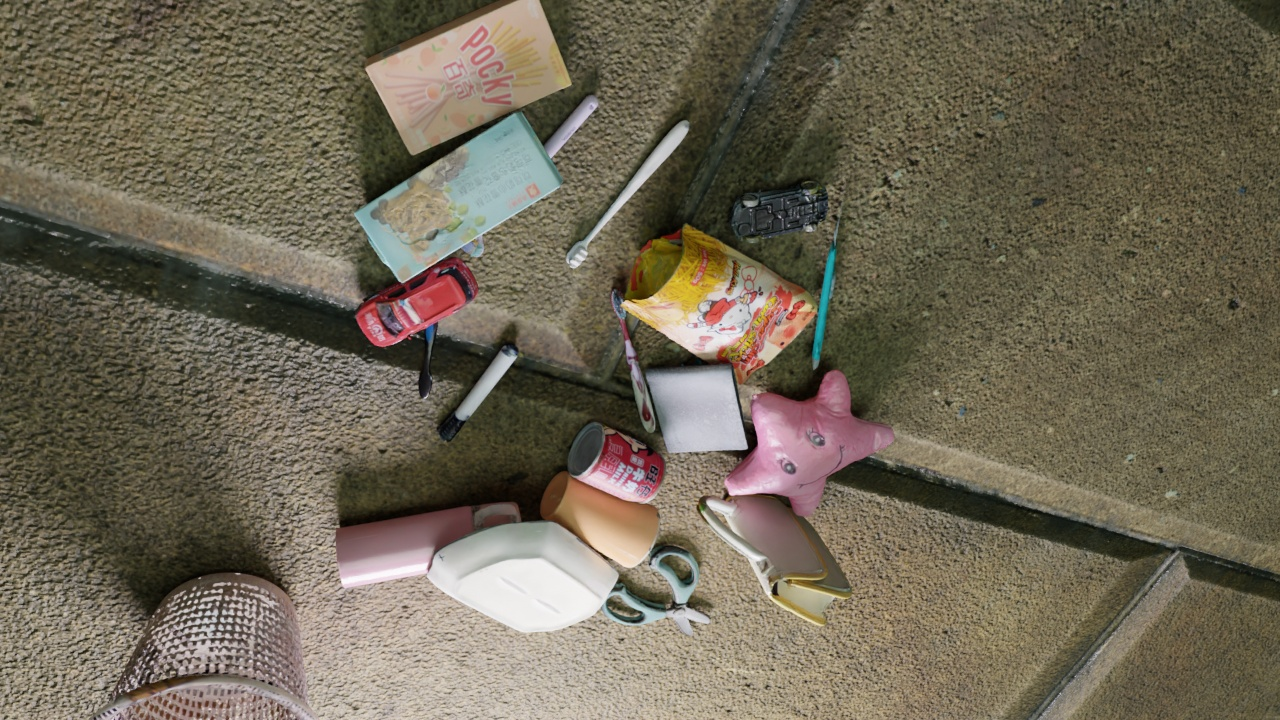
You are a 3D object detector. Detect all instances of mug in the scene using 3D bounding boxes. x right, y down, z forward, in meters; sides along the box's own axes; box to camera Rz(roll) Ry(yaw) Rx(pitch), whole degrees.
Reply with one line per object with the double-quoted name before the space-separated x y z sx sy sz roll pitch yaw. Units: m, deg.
"mug" -0.048 0.177 1.048 0.122 0.078 0.078 31 107 -24

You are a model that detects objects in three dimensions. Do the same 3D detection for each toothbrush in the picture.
"toothbrush" -0.013 -0.160 0.888 0.016 0.016 0.180 31 107 -36
"toothbrush" -0.104 -0.172 0.852 0.189 0.021 0.029 -47 140 12
"toothbrush" -0.205 -0.046 0.905 0.014 0.016 0.190 7 115 -10
"toothbrush" -0.006 0.006 0.988 0.016 0.017 0.188 -17 123 -5

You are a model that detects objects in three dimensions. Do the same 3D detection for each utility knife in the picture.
"utility knife" 0.204 -0.084 0.989 0.013 0.029 0.209 8 120 10

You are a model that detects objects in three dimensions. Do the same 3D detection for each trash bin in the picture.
"trash bin" -0.442 0.339 0.956 0.227 0.192 0.228 -7 122 -12

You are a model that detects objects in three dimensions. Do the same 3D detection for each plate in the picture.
"plate" -0.125 0.255 1.039 0.162 0.034 0.266 -23 143 10

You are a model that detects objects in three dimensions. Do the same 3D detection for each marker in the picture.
"marker" -0.171 0.033 0.958 0.022 0.018 0.131 33 107 -20

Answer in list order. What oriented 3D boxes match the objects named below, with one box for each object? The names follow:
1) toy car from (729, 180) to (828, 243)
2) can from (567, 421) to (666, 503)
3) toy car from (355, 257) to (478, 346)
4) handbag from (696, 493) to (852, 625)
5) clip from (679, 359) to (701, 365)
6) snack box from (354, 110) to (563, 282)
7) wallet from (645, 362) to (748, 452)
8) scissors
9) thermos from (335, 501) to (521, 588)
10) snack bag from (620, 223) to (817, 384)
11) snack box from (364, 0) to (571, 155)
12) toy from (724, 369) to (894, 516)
"toy car" 0.139 -0.151 0.927 0.105 0.031 0.049 -13 122 -10
"can" -0.025 0.115 1.019 0.093 0.066 0.067 29 109 -28
"toy car" -0.213 -0.054 0.868 0.121 0.045 0.053 -26 112 11
"handbag" 0.149 0.213 1.071 0.178 0.163 0.063 29 107 -28
"clip" 0.059 0.024 1.021 0.048 0.014 0.057 -18 122 -7
"snack box" -0.160 -0.146 0.819 0.175 0.051 0.074 -30 105 6
"wallet" 0.064 0.054 1.018 0.097 0.019 0.121 -3 126 17
"scissors" 0.041 0.295 1.176 0.177 0.019 0.169 25 110 -26
"thermos" -0.229 0.195 1.003 0.198 0.067 0.087 -8 148 -10
"snack bag" 0.085 -0.056 0.959 0.207 0.073 0.129 28 109 -36
"snack box" -0.147 -0.248 0.790 0.157 0.026 0.084 -24 124 -1
"toy" 0.179 0.097 1.063 0.195 0.074 0.178 -43 113 14
